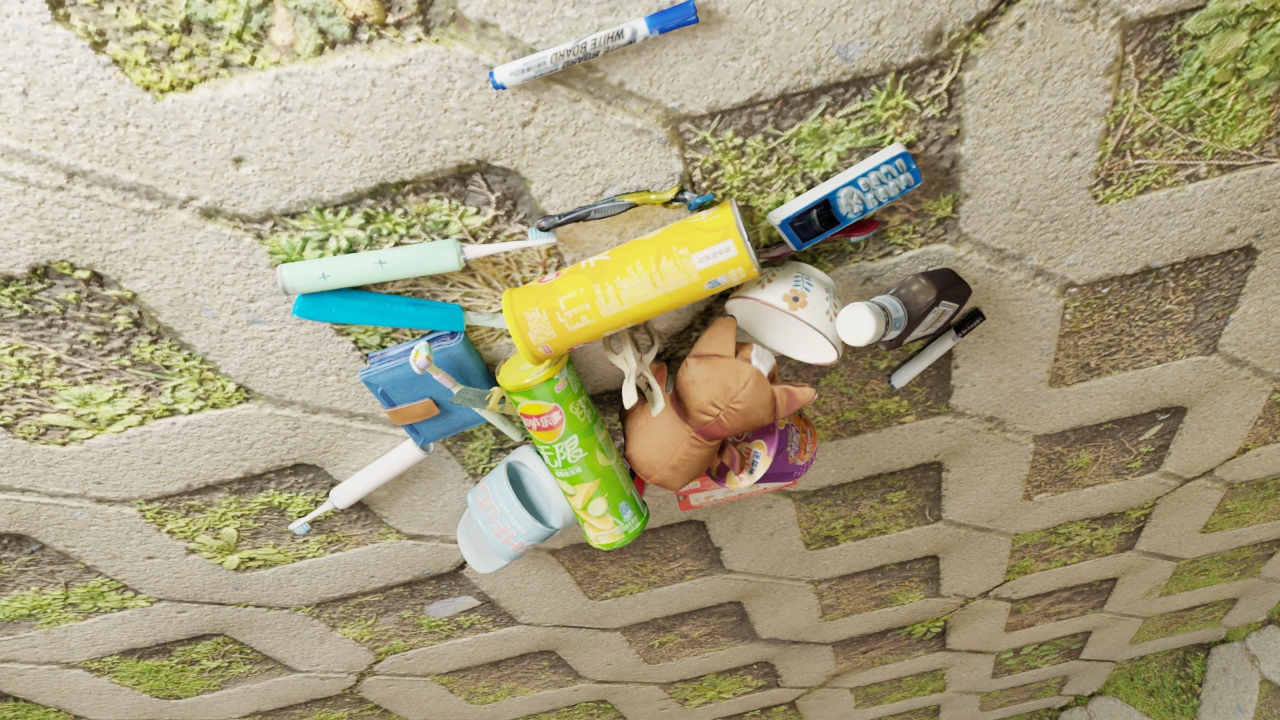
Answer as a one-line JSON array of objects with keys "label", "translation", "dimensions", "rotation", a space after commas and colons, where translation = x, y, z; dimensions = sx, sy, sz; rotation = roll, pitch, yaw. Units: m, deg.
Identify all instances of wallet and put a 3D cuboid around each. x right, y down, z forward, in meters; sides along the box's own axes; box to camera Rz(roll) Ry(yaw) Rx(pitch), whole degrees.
[{"label": "wallet", "translation": [-0.192, 0.027, 0.872], "dimensions": [0.106, 0.040, 0.133], "rotation": [-19, 143, 2]}]

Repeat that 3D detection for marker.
[{"label": "marker", "translation": [-0.032, -0.211, 0.616], "dimensions": [0.146, 0.016, 0.017], "rotation": [-17, 144, 6]}, {"label": "marker", "translation": [0.319, -0.010, 0.989], "dimensions": [0.022, 0.018, 0.131], "rotation": [6, 141, -38]}]

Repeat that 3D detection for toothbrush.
[{"label": "toothbrush", "translation": [-0.177, -0.081, 0.738], "dimensions": [0.224, 0.027, 0.026], "rotation": [-9, 177, -4]}, {"label": "toothbrush", "translation": [0.121, -0.095, 0.820], "dimensions": [0.187, 0.016, 0.017], "rotation": [-16, 154, 3]}, {"label": "toothbrush", "translation": [-0.307, 0.138, 0.991], "dimensions": [0.221, 0.026, 0.026], "rotation": [-32, 106, 24]}, {"label": "toothbrush", "translation": [-0.156, 0.037, 0.859], "dimensions": [0.020, 0.029, 0.189], "rotation": [5, 156, 26]}]

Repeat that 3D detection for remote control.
[{"label": "remote control", "translation": [0.171, -0.136, 0.770], "dimensions": [0.125, 0.024, 0.049], "rotation": [-29, 141, 19]}]

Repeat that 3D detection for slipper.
[{"label": "slipper", "translation": [-0.154, 0.175, 1.017], "dimensions": [0.074, 0.104, 0.246], "rotation": [-23, 165, -42]}]

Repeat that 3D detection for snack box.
[{"label": "snack box", "translation": [0.117, 0.143, 1.125], "dimensions": [0.153, 0.025, 0.075], "rotation": [-13, 145, 1]}]

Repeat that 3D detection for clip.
[{"label": "clip", "translation": [-0.015, 0.000, 0.837], "dimensions": [0.080, 0.104, 0.035], "rotation": [29, 130, -24]}]

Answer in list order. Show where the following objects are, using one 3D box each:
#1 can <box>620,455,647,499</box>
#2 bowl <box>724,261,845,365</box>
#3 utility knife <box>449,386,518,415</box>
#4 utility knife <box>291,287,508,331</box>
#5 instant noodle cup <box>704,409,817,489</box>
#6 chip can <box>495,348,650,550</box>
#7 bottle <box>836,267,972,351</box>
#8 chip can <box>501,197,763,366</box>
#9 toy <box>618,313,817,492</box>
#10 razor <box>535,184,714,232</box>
[{"label": "can", "translation": [-0.046, 0.134, 1.031], "dimensions": [0.093, 0.066, 0.067], "rotation": [21, 132, -37]}, {"label": "bowl", "translation": [0.140, -0.049, 0.829], "dimensions": [0.113, 0.062, 0.113], "rotation": [29, 167, 7]}, {"label": "utility knife", "translation": [-0.117, 0.044, 0.894], "dimensions": [0.194, 0.020, 0.031], "rotation": [18, 98, -52]}, {"label": "utility knife", "translation": [-0.191, -0.040, 0.794], "dimensions": [0.206, 0.018, 0.034], "rotation": [6, 127, -23]}, {"label": "instant noodle cup", "translation": [0.132, 0.086, 0.995], "dimensions": [0.099, 0.111, 0.112], "rotation": [11, 138, -43]}, {"label": "chip can", "translation": [-0.060, 0.086, 0.887], "dimensions": [0.073, 0.072, 0.221], "rotation": [-20, 118, 10]}, {"label": "bottle", "translation": [0.235, -0.043, 0.826], "dimensions": [0.194, 0.044, 0.080], "rotation": [-14, 145, -51]}, {"label": "chip can", "translation": [-0.008, -0.065, 0.773], "dimensions": [0.213, 0.072, 0.072], "rotation": [-21, 143, 12]}, {"label": "toy", "translation": [0.068, 0.043, 0.902], "dimensions": [0.140, 0.130, 0.200], "rotation": [33, 135, -9]}, {"label": "razor", "translation": [-0.015, -0.123, 0.736], "dimensions": [0.142, 0.022, 0.042], "rotation": [-10, 180, -2]}]
